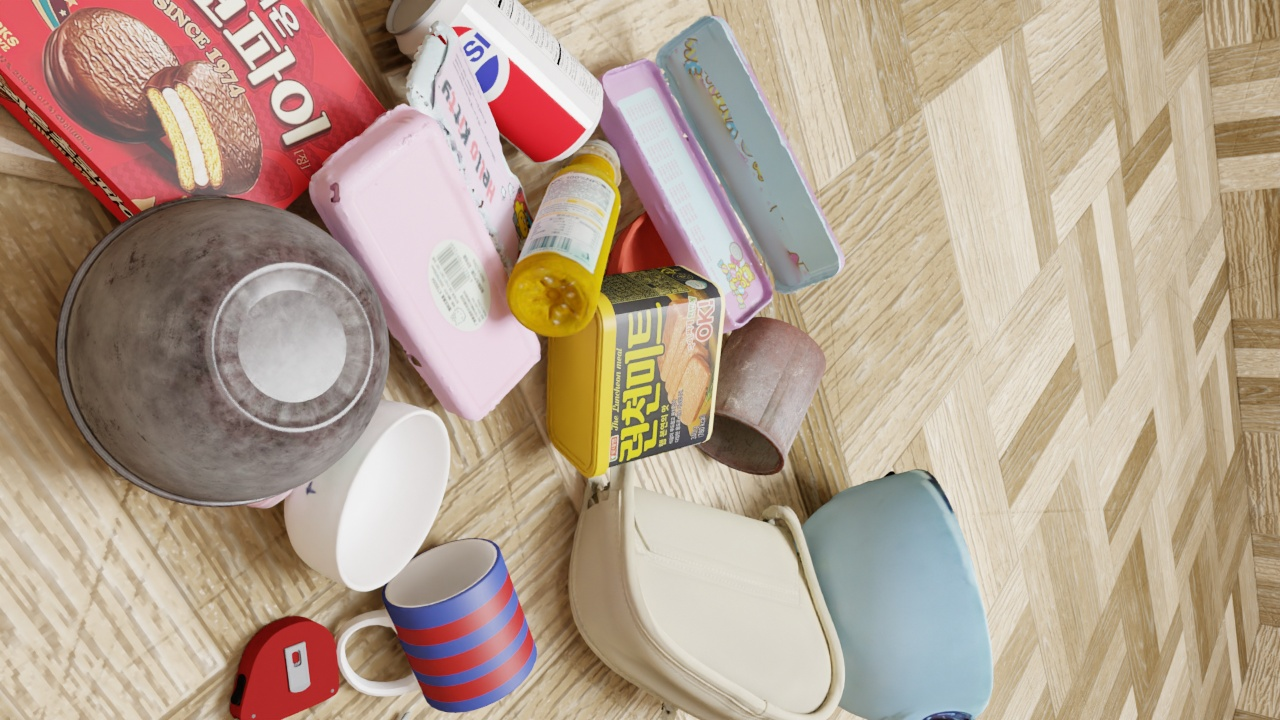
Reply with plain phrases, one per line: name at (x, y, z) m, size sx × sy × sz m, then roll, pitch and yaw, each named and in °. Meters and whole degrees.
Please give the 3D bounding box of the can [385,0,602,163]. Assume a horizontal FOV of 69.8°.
can at (-0.088, -0.188, 0.580) m, size 0.132 × 0.070 × 0.070 m, roll 35°, pitch 67°, yaw -41°

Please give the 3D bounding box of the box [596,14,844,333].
box at (0.061, -0.135, 0.675) m, size 0.089 × 0.093 × 0.214 m, roll -39°, pitch 103°, yaw -46°

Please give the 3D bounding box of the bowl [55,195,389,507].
bowl at (-0.168, -0.006, 0.409) m, size 0.144 × 0.067 × 0.145 m, roll 2°, pitch 87°, yaw -46°

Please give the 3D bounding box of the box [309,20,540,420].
box at (-0.100, -0.072, 0.538) m, size 0.155 × 0.059 × 0.201 m, roll -61°, pitch 151°, yaw -30°

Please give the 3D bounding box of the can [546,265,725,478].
can at (-0.004, 0.004, 0.639) m, size 0.100 × 0.072 × 0.131 m, roll -12°, pitch 118°, yaw -31°

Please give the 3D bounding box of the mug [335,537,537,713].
mug at (-0.127, 0.169, 0.563) m, size 0.111 × 0.075 × 0.076 m, roll -22°, pitch 109°, yaw -18°

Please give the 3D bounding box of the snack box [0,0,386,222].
snack box at (-0.219, -0.139, 0.436) m, size 0.132 × 0.036 × 0.152 m, roll -55°, pitch 125°, yaw -29°

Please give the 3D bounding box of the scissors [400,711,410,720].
scissors at (-0.183, 0.280, 0.538) m, size 0.120 × 0.019 × 0.150 m, roll 18°, pitch 73°, yaw -42°

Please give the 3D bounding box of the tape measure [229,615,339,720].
tape measure at (-0.200, 0.173, 0.515) m, size 0.058 × 0.019 × 0.051 m, roll -11°, pitch 100°, yaw -46°

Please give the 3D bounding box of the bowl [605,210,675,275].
bowl at (0.013, -0.059, 0.718) m, size 0.121 × 0.035 × 0.122 m, roll -3°, pitch 94°, yaw -46°

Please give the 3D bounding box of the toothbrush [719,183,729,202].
toothbrush at (0.078, -0.088, 0.801) m, size 0.021 × 0.016 × 0.135 m, roll -25°, pitch 112°, yaw -43°

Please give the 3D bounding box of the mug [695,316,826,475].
mug at (0.098, 0.038, 0.786) m, size 0.110 × 0.096 × 0.123 m, roll -55°, pitch 164°, yaw -26°

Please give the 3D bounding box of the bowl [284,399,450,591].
bowl at (-0.157, 0.071, 0.516) m, size 0.105 × 0.054 × 0.105 m, roll 17°, pitch 89°, yaw -74°

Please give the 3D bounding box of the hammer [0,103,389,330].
hammer at (-0.252, -0.093, 0.451) m, size 0.330 × 0.031 × 0.119 m, roll 8°, pitch 85°, yaw -44°

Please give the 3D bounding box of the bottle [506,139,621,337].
bottle at (-0.043, -0.088, 0.594) m, size 0.053 × 0.053 × 0.185 m, roll 59°, pitch 23°, yaw -30°

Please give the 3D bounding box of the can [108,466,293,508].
can at (-0.213, 0.035, 0.461) m, size 0.076 × 0.067 × 0.067 m, roll 24°, pitch 75°, yaw -44°

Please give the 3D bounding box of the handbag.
handbag at (0.037, 0.185, 0.716) m, size 0.229 × 0.132 × 0.183 m, roll 24°, pitch 56°, yaw -35°

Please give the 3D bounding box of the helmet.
helmet at (0.215, 0.218, 0.813) m, size 0.266 × 0.167 × 0.225 m, roll 84°, pitch -5°, yaw -62°
